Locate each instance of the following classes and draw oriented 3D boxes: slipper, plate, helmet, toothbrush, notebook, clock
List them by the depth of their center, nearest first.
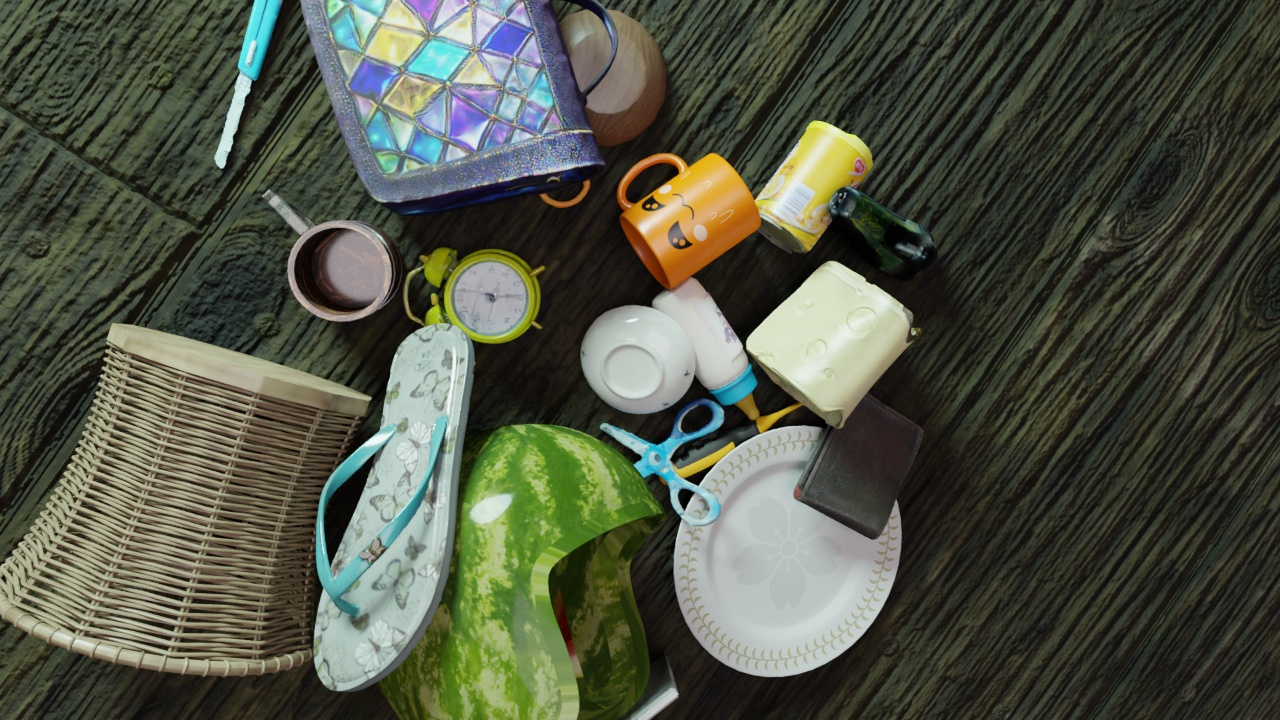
[{"bbox_3d":[-0.171,0.090,0.638,0.098,0.055,0.268,0,66,26],"label":"slipper"},{"bbox_3d":[-0.105,0.172,0.728,0.244,0.213,0.247,3,81,21],"label":"helmet"},{"bbox_3d":[-0.140,-0.053,0.777,0.119,0.057,0.083,1,98,-5],"label":"clock"},{"bbox_3d":[-0.056,0.338,0.802,0.209,0.143,0.009,-37,86,-5],"label":"notebook"},{"bbox_3d":[-0.005,0.005,0.804,0.104,0.026,0.104,4,115,10],"label":"plate"},{"bbox_3d":[0.104,0.065,0.856,0.196,0.031,0.031,-27,110,-11],"label":"toothbrush"},{"bbox_3d":[0.142,0.181,0.873,0.242,0.016,0.242,-2,97,-20],"label":"plate"}]

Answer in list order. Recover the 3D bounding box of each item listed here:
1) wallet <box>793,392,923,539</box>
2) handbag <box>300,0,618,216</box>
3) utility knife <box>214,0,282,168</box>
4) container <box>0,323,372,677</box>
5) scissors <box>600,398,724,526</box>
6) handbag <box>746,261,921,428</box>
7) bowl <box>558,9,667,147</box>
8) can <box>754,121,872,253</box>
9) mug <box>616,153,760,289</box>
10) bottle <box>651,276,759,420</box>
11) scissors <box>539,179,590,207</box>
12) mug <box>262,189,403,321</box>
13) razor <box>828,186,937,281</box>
[{"bbox_3d":[0.206,0.096,0.863,0.099,0.031,0.120,29,83,-23],"label":"wallet"},{"bbox_3d":[-0.126,-0.227,0.713,0.222,0.125,0.205,-18,96,-5],"label":"handbag"},{"bbox_3d":[-0.311,-0.241,0.739,0.022,0.015,0.181,17,96,-10],"label":"utility knife"},{"bbox_3d":[-0.322,0.095,0.681,0.226,0.227,0.196,18,86,-13],"label":"container"},{"bbox_3d":[0.027,0.083,0.828,0.134,0.011,0.137,31,80,12],"label":"scissors"},{"bbox_3d":[0.173,-0.016,0.813,0.119,0.111,0.081,-46,131,-2],"label":"handbag"},{"bbox_3d":[-0.031,-0.244,0.786,0.117,0.030,0.118,-1,98,-11],"label":"bowl"},{"bbox_3d":[0.150,-0.153,0.816,0.067,0.067,0.105,37,89,-14],"label":"can"},{"bbox_3d":[0.033,-0.133,0.798,0.096,0.078,0.112,-35,72,-5],"label":"mug"},{"bbox_3d":[0.067,-0.005,0.827,0.051,0.051,0.146,-36,103,-5],"label":"bottle"},{"bbox_3d":[-0.106,-0.166,0.790,0.128,0.013,0.064,2,97,-12],"label":"scissors"},{"bbox_3d":[-0.244,-0.085,0.724,0.080,0.107,0.116,-43,103,-3],"label":"mug"},{"bbox_3d":[0.217,-0.115,0.816,0.151,0.067,0.054,21,95,-51],"label":"razor"}]
